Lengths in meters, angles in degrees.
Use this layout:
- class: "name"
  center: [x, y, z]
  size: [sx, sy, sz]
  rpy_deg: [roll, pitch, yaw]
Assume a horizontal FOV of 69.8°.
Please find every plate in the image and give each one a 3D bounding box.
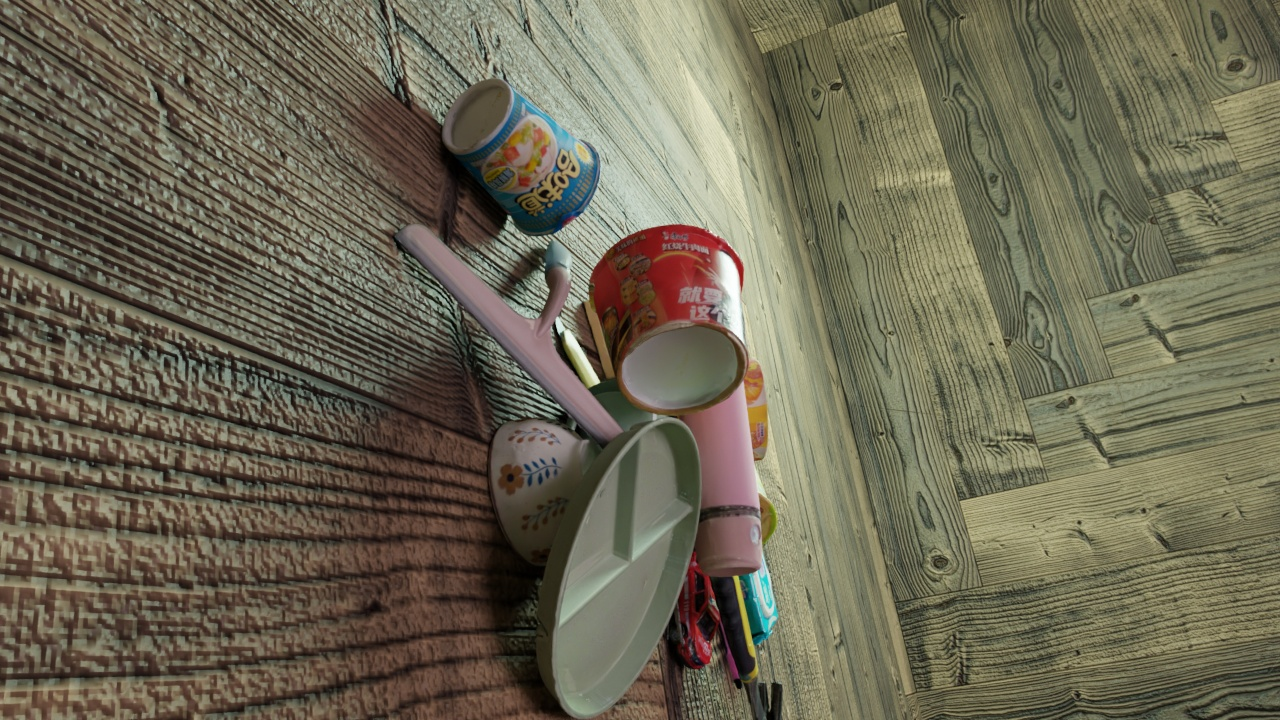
- class: "plate"
  center: [-0.012, 0.151, 0.690]
  size: [0.229, 0.027, 0.230]
  rpy_deg: [-40, 137, -51]

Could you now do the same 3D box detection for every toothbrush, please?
- class: "toothbrush"
  center: [0.090, 0.285, 1.056]
  size: [0.017, 0.014, 0.189]
  rpy_deg: [2, 73, -81]

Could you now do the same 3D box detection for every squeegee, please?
- class: "squeegee"
  center: [-0.074, -0.061, 0.765]
  size: [0.247, 0.040, 0.249]
  rpy_deg: [47, 17, -19]

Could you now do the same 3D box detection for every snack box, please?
- class: "snack box"
  center: [-0.013, -0.033, 0.997]
  size: [0.157, 0.026, 0.084]
  rpy_deg: [-25, 99, -72]

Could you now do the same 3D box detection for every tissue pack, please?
- class: "tissue pack"
  center: [0.129, 0.277, 1.118]
  size: [0.093, 0.050, 0.133]
  rpy_deg: [11, 65, -71]

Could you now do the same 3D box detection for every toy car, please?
- class: "toy car"
  center: [0.056, 0.252, 0.934]
  size: [0.053, 0.045, 0.120]
  rpy_deg: [55, 28, -42]

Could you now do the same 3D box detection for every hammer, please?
- class: "hammer"
  center: [0.107, 0.309, 0.950]
  size: [0.125, 0.032, 0.324]
  rpy_deg: [-64, 145, -54]

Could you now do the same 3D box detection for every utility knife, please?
- class: "utility knife"
  center: [-0.042, 0.027, 0.878]
  size: [0.030, 0.018, 0.166]
  rpy_deg: [-83, 153, -60]

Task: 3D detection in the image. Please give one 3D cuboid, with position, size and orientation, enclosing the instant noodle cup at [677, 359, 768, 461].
- class: "instant noodle cup"
  center: [0.075, 0.056, 0.980]
  size: [0.138, 0.110, 0.138]
  rpy_deg: [170, -83, -89]

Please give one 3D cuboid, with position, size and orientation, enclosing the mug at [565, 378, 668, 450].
- class: "mug"
  center: [-0.023, 0.074, 0.809]
  size: [0.111, 0.082, 0.106]
  rpy_deg: [5, 67, -37]

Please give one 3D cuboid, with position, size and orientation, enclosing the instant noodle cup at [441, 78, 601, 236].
- class: "instant noodle cup"
  center: [-0.101, -0.172, 0.757]
  size: [0.110, 0.099, 0.099]
  rpy_deg: [39, 39, -50]

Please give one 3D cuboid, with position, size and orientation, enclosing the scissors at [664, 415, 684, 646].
- class: "scissors"
  center: [0.021, 0.153, 0.898]
  size: [0.190, 0.021, 0.230]
  rpy_deg: [-131, -138, -61]

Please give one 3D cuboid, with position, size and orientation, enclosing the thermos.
- class: "thermos"
  center: [0.079, 0.101, 0.860]
  size: [0.087, 0.067, 0.198]
  rpy_deg: [25, 52, -52]

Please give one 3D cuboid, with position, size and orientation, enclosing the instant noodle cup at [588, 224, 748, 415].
- class: "instant noodle cup"
  center: [0.030, -0.029, 0.769]
  size: [0.108, 0.138, 0.138]
  rpy_deg: [-99, 162, -45]

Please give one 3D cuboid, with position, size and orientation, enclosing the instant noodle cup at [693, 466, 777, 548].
- class: "instant noodle cup"
  center: [0.091, 0.144, 1.044]
  size: [0.123, 0.112, 0.112]
  rpy_deg: [-93, 159, -55]

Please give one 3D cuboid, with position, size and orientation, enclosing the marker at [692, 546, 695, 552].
- class: "marker"
  center: [0.052, 0.212, 0.997]
  size: [0.132, 0.020, 0.022]
  rpy_deg: [59, 46, -42]

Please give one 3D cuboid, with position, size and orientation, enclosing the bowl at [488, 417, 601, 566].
- class: "bowl"
  center: [-0.060, 0.093, 0.692]
  size: [0.113, 0.062, 0.113]
  rpy_deg: [-17, 90, -72]
